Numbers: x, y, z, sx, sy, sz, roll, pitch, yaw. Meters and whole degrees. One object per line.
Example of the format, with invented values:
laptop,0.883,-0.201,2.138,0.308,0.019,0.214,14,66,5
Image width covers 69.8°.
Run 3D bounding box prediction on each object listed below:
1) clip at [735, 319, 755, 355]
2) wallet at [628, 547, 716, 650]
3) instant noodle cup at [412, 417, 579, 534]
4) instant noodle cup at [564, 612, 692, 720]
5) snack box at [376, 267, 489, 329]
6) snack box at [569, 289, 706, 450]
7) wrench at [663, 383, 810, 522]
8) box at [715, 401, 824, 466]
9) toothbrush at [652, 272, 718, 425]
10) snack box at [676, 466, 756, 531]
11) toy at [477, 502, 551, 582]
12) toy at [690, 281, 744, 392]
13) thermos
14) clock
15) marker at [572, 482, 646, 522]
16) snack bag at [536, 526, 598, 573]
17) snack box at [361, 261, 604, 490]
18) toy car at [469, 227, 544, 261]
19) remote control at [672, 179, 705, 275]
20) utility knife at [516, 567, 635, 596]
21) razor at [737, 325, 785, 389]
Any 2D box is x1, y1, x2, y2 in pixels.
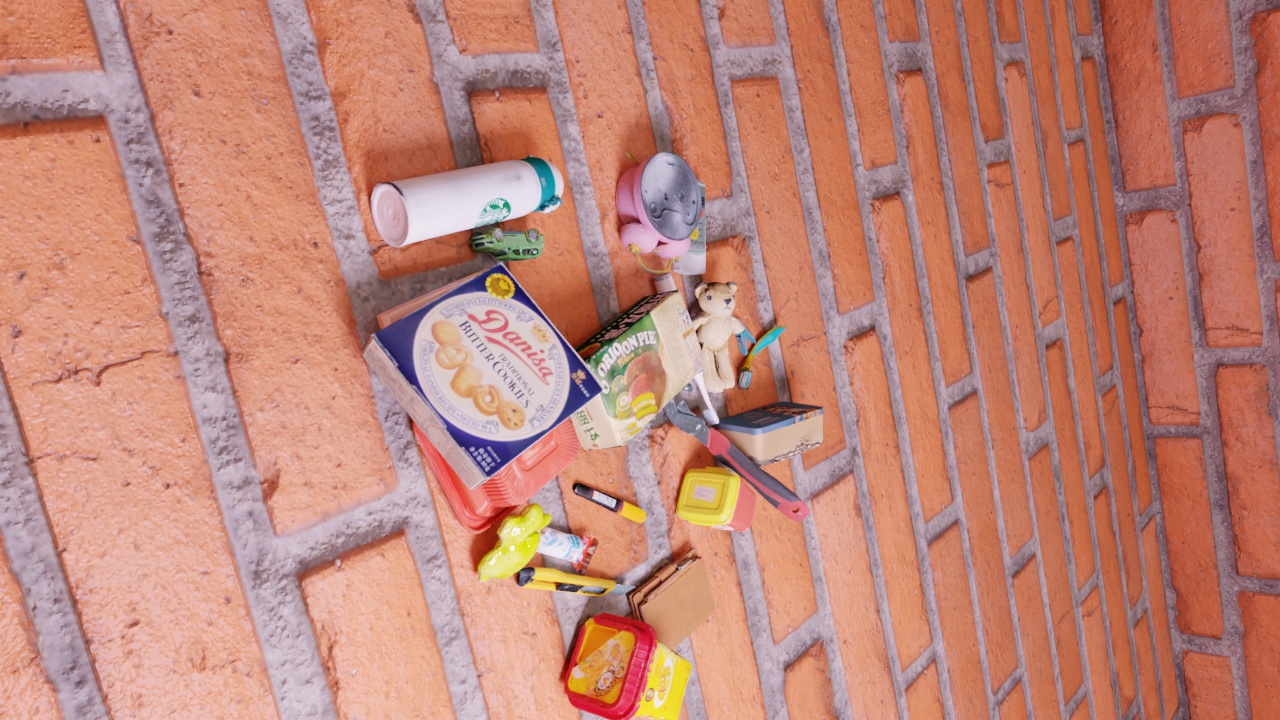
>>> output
clip,0.153,-0.038,1.368,0.034,0.013,0.055,-53,122,-34
wallet,0.045,0.327,1.229,0.131,0.031,0.108,-30,113,-42
instant noodle cup,-0.143,0.083,1.022,0.188,0.079,0.164,-40,115,-40
instant noodle cup,-0.009,0.381,1.114,0.123,0.116,0.115,37,63,-40
snack box,-0.204,-0.039,1.004,0.156,0.026,0.084,-31,109,-41
snack box,-0.007,0.007,1.140,0.239,0.063,0.114,-41,116,-51
wrench,0.129,0.129,1.259,0.273,0.056,0.016,44,20,-9
box,0.188,0.107,1.342,0.183,0.090,0.063,-10,101,-46
toothbrush,0.066,-0.014,1.257,0.026,0.026,0.221,-48,119,-70
snack box,0.108,0.193,1.260,0.080,0.091,0.082,34,64,-46
toy,-0.139,0.205,1.023,0.096,0.031,0.100,-25,142,-31
toy,0.108,-0.033,1.286,0.105,0.066,0.157,-5,98,-23
thermos,-0.179,-0.177,1.006,0.223,0.073,0.073,-23,104,-43
clock,0.022,-0.193,1.215,0.117,0.060,0.158,3,84,-46
marker,-0.039,0.181,1.166,0.123,0.015,0.018,31,65,-37
snack bag,-0.097,0.220,1.095,0.104,0.026,0.048,32,74,-40
snack box,-0.158,0.010,0.947,0.178,0.046,0.182,51,52,2
toy car,-0.152,-0.133,1.049,0.091,0.043,0.036,-2,90,-45
remote control,0.069,-0.187,1.288,0.056,0.019,0.135,4,85,-45
utility knife,-0.075,0.271,1.113,0.190,0.033,0.015,20,30,-42
razor,0.182,-0.013,1.385,0.132,0.028,0.043,-50,156,-33
